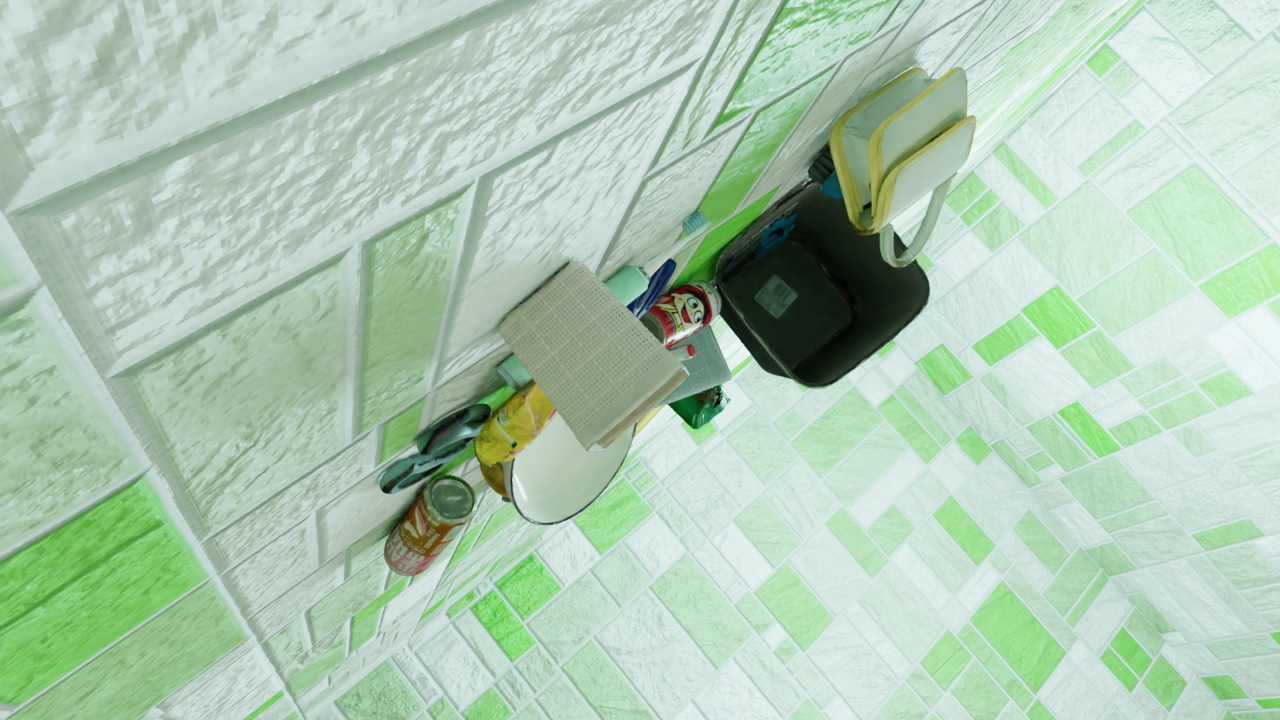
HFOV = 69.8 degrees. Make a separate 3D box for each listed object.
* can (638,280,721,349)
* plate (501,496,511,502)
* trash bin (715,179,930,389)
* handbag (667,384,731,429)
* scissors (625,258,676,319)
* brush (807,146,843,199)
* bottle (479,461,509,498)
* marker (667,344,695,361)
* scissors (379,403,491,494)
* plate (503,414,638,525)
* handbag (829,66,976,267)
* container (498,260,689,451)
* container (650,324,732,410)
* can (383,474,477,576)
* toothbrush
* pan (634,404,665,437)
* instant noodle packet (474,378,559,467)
[{"bbox_3d":[0.036,-0.047,0.989,0.053,0.053,0.132,-46,170,37],"label":"can"},{"bbox_3d":[-0.121,0.134,1.262,0.179,0.024,0.179,-35,-172,5],"label":"plate"},{"bbox_3d":[0.196,-0.083,1.115,0.199,0.198,0.220,-38,180,-5],"label":"trash bin"},{"bbox_3d":[0.056,0.024,1.207,0.068,0.131,0.120,-43,170,-9],"label":"handbag"},{"bbox_3d":[-0.015,-0.028,0.870,0.132,0.012,0.173,-42,164,-48],"label":"scissors"},{"bbox_3d":[0.246,-0.216,0.970,0.143,0.073,0.055,-37,168,-19],"label":"brush"},{"bbox_3d":[-0.094,0.082,1.038,0.189,0.068,0.068,-35,171,-37],"label":"bottle"},{"bbox_3d":[-0.006,0.006,0.998,0.145,0.017,0.017,-15,-174,30],"label":"marker"},{"bbox_3d":[-0.154,0.063,0.827,0.143,0.019,0.179,-46,169,33],"label":"scissors"},{"bbox_3d":[-0.076,0.078,0.961,0.191,0.039,0.193,-32,135,-39],"label":"plate"},{"bbox_3d":[0.276,-0.187,0.923,0.163,0.179,0.063,-37,-146,-25],"label":"handbag"},{"bbox_3d":[-0.035,-0.004,0.670,0.090,0.111,0.090,-40,172,1],"label":"container"},{"bbox_3d":[0.039,0.005,1.096,0.111,0.090,0.090,-23,176,0],"label":"container"},{"bbox_3d":[-0.227,0.178,0.981,0.057,0.058,0.148,-33,169,-46],"label":"can"},{"bbox_3d":[-0.025,-0.052,0.765,0.224,0.027,0.026,-39,-174,-11],"label":"toothbrush"},{"bbox_3d":[-0.052,0.102,1.452,0.356,0.078,0.198,-44,172,-29],"label":"pan"},{"bbox_3d":[-0.085,0.033,0.799,0.128,0.044,0.111,-48,-175,-37],"label":"instant noodle packet"}]
